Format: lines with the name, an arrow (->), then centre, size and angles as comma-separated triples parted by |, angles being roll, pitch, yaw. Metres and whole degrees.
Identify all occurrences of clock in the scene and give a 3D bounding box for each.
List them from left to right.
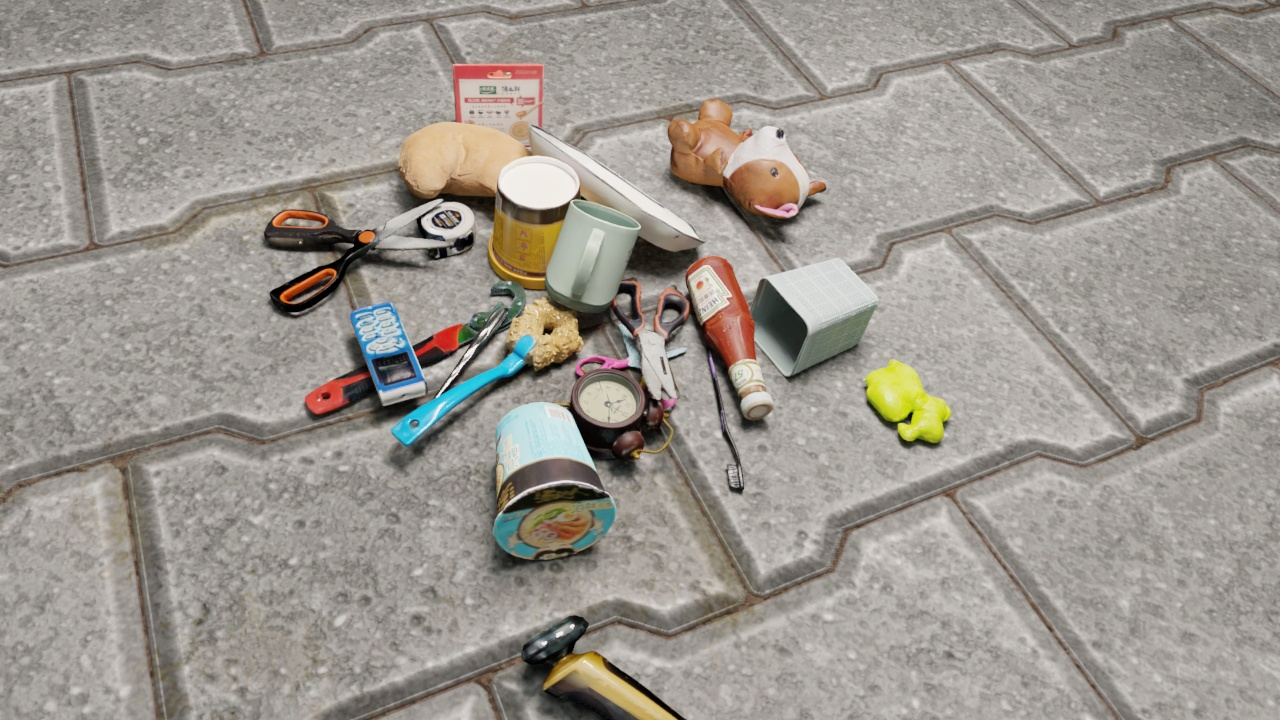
clock -> -0.025, 0.058, 0.933 | 0.122, 0.055, 0.081 | 29, 51, 14

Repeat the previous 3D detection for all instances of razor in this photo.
razor -> -0.020, 0.273, 0.761 | 0.167, 0.062, 0.067 | 30, 83, 11

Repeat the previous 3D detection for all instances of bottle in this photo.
bottle -> 0.101, -0.026, 1.016 | 0.059, 0.060, 0.205 | -7, 53, -12

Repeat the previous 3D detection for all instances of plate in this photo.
plate -> -0.037, -0.205, 1.120 | 0.266, 0.034, 0.161 | 38, 14, 20

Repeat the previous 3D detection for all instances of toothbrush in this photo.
toothbrush -> -0.190, 0.003, 0.974 | 0.015, 0.018, 0.180 | 27, 57, 8
toothbrush -> 0.086, 0.058, 0.976 | 0.017, 0.014, 0.188 | -10, 52, 0

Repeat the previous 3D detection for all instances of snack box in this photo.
snack box -> -0.185, -0.342, 1.195 | 0.113, 0.127, 0.044 | -3, 51, -10

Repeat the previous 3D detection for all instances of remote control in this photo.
remote control -> -0.263, -0.008, 0.956 | 0.049, 0.024, 0.125 | -17, 54, -20

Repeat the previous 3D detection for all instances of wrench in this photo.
wrench -> -0.233, -0.014, 0.992 | 0.272, 0.016, 0.056 | -33, 62, -29

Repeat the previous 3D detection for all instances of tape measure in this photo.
tape measure -> -0.230, -0.158, 1.099 | 0.066, 0.034, 0.065 | -16, 55, -16

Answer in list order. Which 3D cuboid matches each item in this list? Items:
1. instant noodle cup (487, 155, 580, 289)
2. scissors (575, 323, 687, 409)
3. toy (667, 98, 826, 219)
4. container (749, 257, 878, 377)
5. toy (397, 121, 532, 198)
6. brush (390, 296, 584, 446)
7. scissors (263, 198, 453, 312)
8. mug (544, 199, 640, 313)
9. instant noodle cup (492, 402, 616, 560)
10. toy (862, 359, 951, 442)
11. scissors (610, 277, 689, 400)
instant noodle cup -> -0.119, -0.163, 1.065 | 0.118, 0.115, 0.118 | 3, 50, -4
scissors -> -0.006, 0.006, 1.006 | 0.134, 0.017, 0.133 | -11, 49, -16
toy -> 0.137, -0.255, 1.176 | 0.199, 0.131, 0.139 | 39, 50, 11
container -> 0.195, -0.053, 1.032 | 0.111, 0.090, 0.090 | -21, 56, -26
toy -> -0.187, -0.242, 1.149 | 0.226, 0.083, 0.143 | 3, 48, -12
brush -> -0.154, 0.011, 0.956 | 0.083, 0.046, 0.253 | 38, 50, 17
scissors -> -0.334, -0.127, 1.055 | 0.221, 0.022, 0.227 | 19, 58, 15
mug -> -0.056, -0.108, 0.999 | 0.082, 0.106, 0.111 | 21, 18, -5
instant noodle cup -> -0.091, 0.107, 0.862 | 0.111, 0.111, 0.120 | -8, 44, -13
toy -> 0.289, 0.044, 0.999 | 0.100, 0.031, 0.096 | 25, 54, 12
scissors -> 0.023, -0.028, 1.008 | 0.205, 0.015, 0.198 | 35, 42, 30
